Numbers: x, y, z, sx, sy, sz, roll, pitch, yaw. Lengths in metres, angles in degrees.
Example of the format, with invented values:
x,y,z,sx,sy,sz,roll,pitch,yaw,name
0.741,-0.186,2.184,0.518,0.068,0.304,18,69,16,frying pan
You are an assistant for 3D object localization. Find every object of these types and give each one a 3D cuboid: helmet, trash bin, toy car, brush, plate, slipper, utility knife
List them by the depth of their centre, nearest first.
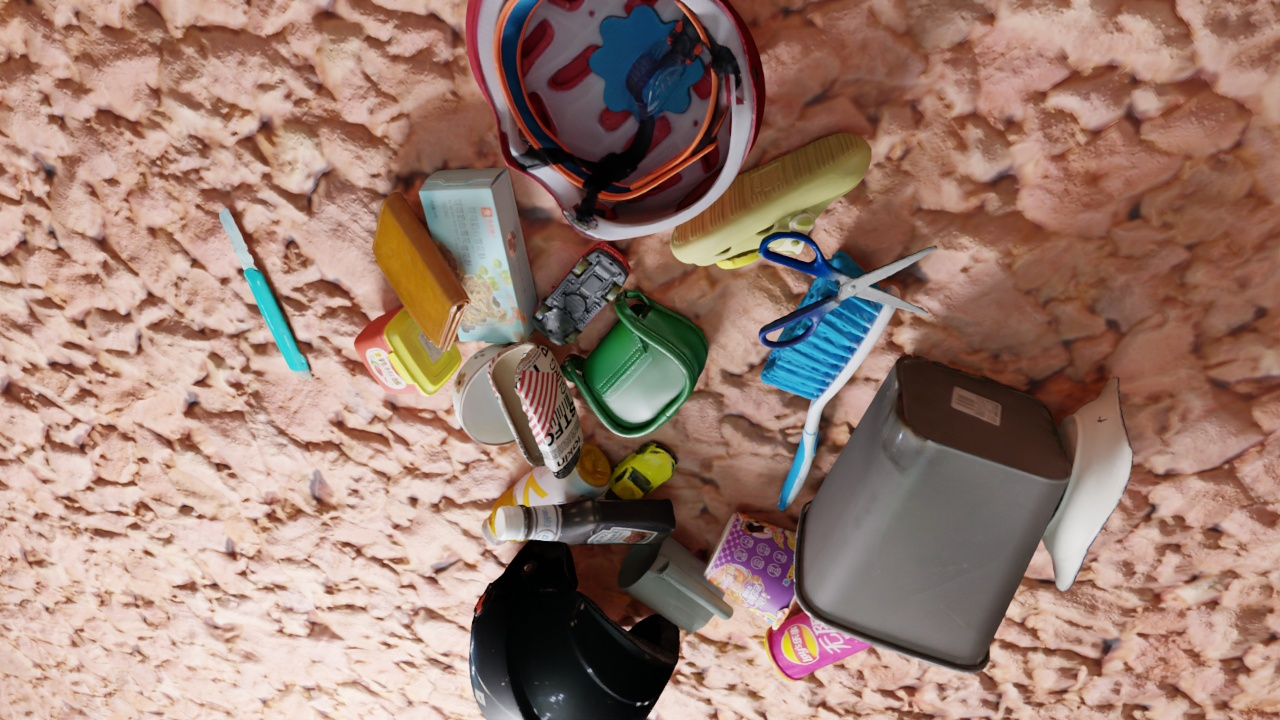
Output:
x,y,z,sx,sy,sz,roll,pitch,yaw,name
-0.009,-0.224,0.724,0.240,0.143,0.208,49,123,-3,helmet
0.117,-0.123,0.792,0.191,0.091,0.081,-25,117,25,slipper
0.391,0.107,0.830,0.034,0.163,0.164,16,126,11,plate
0.275,0.135,0.874,0.199,0.198,0.220,18,120,3,trash bin
-0.058,-0.065,0.904,0.053,0.045,0.121,40,119,-11,toy car
0.166,0.036,0.914,0.109,0.060,0.315,23,130,-5,brush
-0.415,-0.069,1.018,0.029,0.013,0.222,0,126,17,utility knife
-0.004,0.133,1.037,0.048,0.032,0.105,41,123,-14,toy car
-0.095,0.354,1.095,0.233,0.229,0.275,43,150,-23,helmet

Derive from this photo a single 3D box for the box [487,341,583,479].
x,y,z,sx,sy,sz,roll,pitch,yaw,name
-0.109,0.047,0.949,0.081,0.074,0.164,11,139,32,box

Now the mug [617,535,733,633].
x,y,z,sx,sy,sz,roll,pitch,yaw,name
0.044,0.260,1.065,0.103,0.083,0.124,39,165,-15,mug

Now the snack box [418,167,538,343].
x,y,z,sx,sy,sz,roll,pitch,yaw,name
-0.154,-0.101,0.901,0.074,0.051,0.175,2,125,15,snack box

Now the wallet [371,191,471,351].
x,y,z,sx,sy,sz,roll,pitch,yaw,name
-0.219,-0.079,0.900,0.130,0.035,0.119,55,150,11,wallet

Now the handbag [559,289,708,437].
x,y,z,sx,sy,sz,roll,pitch,yaw,name
-0.005,0.005,0.924,0.120,0.067,0.132,38,126,-5,handbag

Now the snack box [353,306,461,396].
x,y,z,sx,sy,sz,roll,pitch,yaw,name
-0.249,-0.011,0.978,0.080,0.081,0.091,-9,121,36,snack box

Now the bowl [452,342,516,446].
x,y,z,sx,sy,sz,roll,pitch,yaw,name
-0.152,0.028,0.972,0.062,0.113,0.114,36,141,44,bowl

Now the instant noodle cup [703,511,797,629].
x,y,z,sx,sy,sz,roll,pitch,yaw,name
0.131,0.226,1.025,0.099,0.111,0.112,27,127,6,instant noodle cup

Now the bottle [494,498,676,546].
x,y,z,sx,sy,sz,roll,pitch,yaw,name
-0.060,0.177,1.001,0.194,0.044,0.080,5,149,-27,bottle

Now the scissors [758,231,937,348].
x,y,z,sx,sy,sz,roll,pitch,yaw,name
0.167,-0.062,0.789,0.175,0.012,0.163,29,123,-24,scissors

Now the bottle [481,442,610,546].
x,y,z,sx,sy,sz,roll,pitch,yaw,name
-0.115,0.161,1.064,0.068,0.067,0.190,43,124,-16,bottle

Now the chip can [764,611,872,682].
x,y,z,sx,sy,sz,roll,pitch,yaw,name
0.245,0.304,1.063,0.071,0.071,0.211,42,124,-15,chip can
